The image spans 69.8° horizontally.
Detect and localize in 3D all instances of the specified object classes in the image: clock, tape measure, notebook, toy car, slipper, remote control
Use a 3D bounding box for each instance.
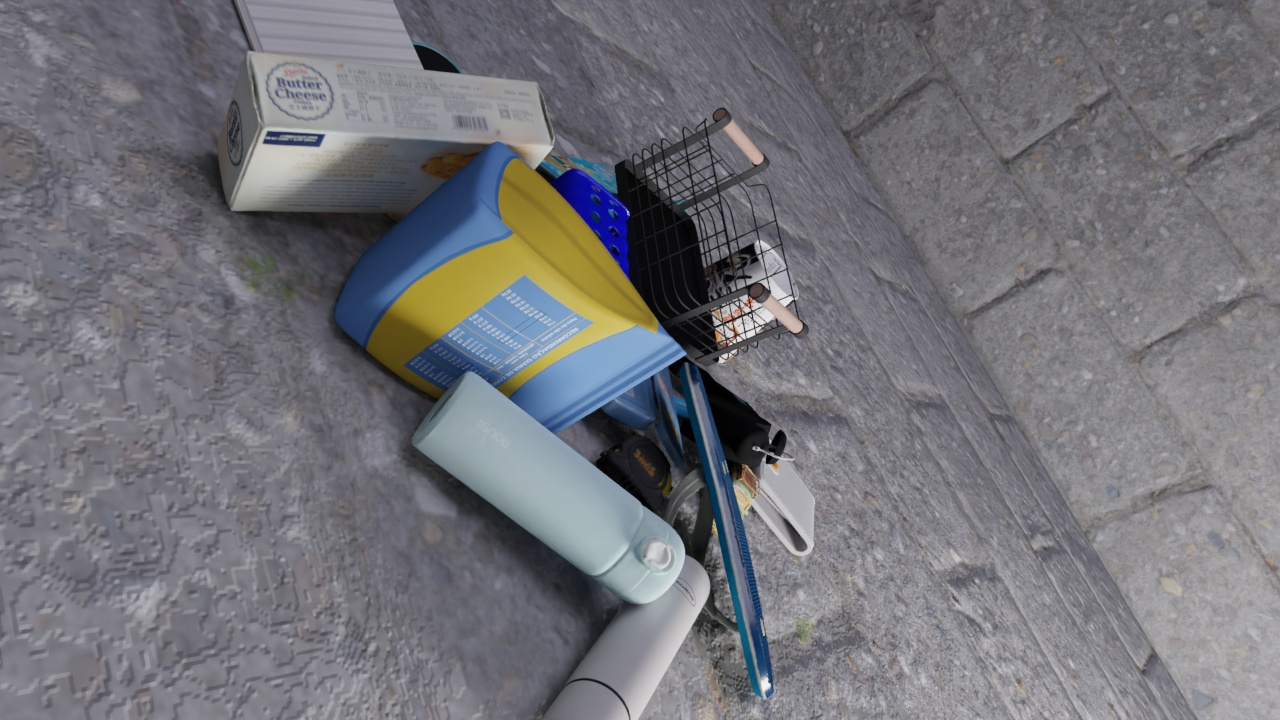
[{"bbox_3d":[0.098,0.074,0.921,0.121,0.042,0.091,27,7,32],"label":"clock"},{"bbox_3d":[-0.005,0.098,0.805,0.067,0.038,0.062,51,34,-1],"label":"tape measure"},{"bbox_3d":[-0.256,-0.264,0.777,0.142,0.009,0.209,-11,67,-39],"label":"notebook"},{"bbox_3d":[0.092,0.130,0.917,0.047,0.047,0.111,48,27,-22],"label":"toy car"},{"bbox_3d":[-0.195,-0.251,0.866,0.124,0.053,0.090,-7,63,-48],"label":"clock"},{"bbox_3d":[0.060,0.147,0.810,0.118,0.060,0.294,35,41,-74],"label":"slipper"},{"bbox_3d":[0.083,0.031,1.030,0.150,0.022,0.047,34,10,-36],"label":"remote control"}]

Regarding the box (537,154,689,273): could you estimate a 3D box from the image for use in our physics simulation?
[{"bbox_3d":[-0.017,-0.180,1.083,0.182,0.072,0.226,61,27,8],"label":"box"}]

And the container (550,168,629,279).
[{"bbox_3d":[-0.064,-0.112,0.897,0.085,0.085,0.113,36,33,-32],"label":"container"}]

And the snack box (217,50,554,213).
[{"bbox_3d":[-0.177,-0.152,0.646,0.207,0.104,0.057,-6,72,-36],"label":"snack box"}]

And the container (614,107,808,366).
[{"bbox_3d":[0.079,-0.127,0.994,0.162,0.130,0.241,32,43,-50],"label":"container"}]

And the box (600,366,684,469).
[{"bbox_3d":[-0.001,0.002,0.901,0.127,0.034,0.208,40,25,-32],"label":"box"}]

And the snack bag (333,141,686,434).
[{"bbox_3d":[-0.089,-0.031,0.672,0.205,0.159,0.102,42,31,-28],"label":"snack bag"}]

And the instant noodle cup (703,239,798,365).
[{"bbox_3d":[0.118,-0.078,1.120,0.123,0.122,0.123,40,30,-29],"label":"instant noodle cup"}]

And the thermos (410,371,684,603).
[{"bbox_3d":[-0.060,0.095,0.650,0.207,0.078,0.065,40,63,-13],"label":"thermos"}]

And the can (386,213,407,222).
[{"bbox_3d":[-0.152,-0.146,0.807,0.169,0.067,0.067,-5,63,-61],"label":"can"}]

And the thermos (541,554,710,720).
[{"bbox_3d":[-0.006,0.209,0.651,0.052,0.052,0.223,55,26,-1],"label":"thermos"}]

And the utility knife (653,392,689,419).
[{"bbox_3d":[0.061,0.059,0.987,0.174,0.015,0.031,26,35,-42],"label":"utility knife"}]

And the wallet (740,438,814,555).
[{"bbox_3d":[0.156,0.139,1.027,0.118,0.038,0.115,51,26,-16],"label":"wallet"}]
